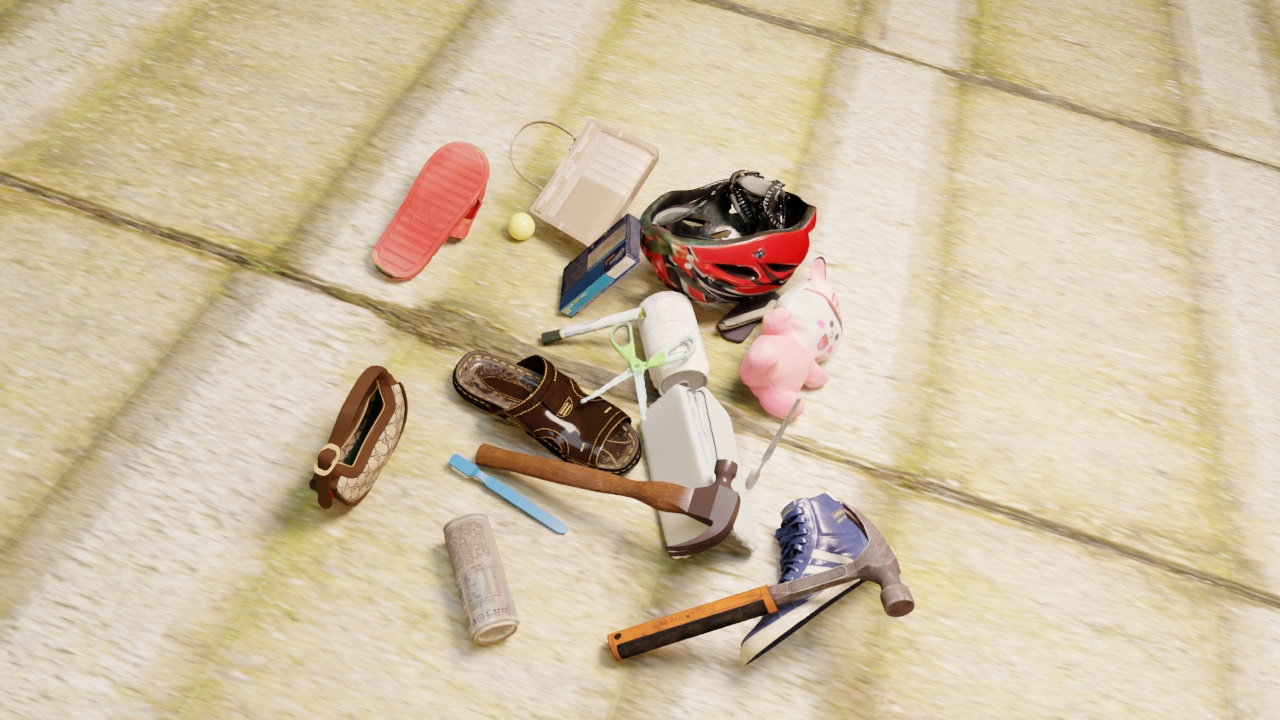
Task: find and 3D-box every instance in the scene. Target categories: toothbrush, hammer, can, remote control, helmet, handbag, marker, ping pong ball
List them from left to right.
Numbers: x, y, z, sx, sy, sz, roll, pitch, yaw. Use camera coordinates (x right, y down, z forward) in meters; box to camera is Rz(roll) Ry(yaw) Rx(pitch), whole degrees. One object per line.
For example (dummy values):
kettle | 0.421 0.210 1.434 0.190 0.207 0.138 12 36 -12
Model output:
handbag | -0.323 0.084 1.038 0.063 0.139 0.166 19 52 7
can | -0.174 0.236 0.998 0.054 0.054 0.135 -12 54 -19
toothbrush | -0.158 0.160 1.090 0.166 0.014 0.016 31 53 10
ping pong ball | -0.175 -0.198 1.351 0.040 0.040 0.040 5 51 -6
handbag | -0.102 -0.279 1.344 0.198 0.062 0.175 32 85 4
marker | -0.063 -0.046 1.228 0.146 0.017 0.017 -14 51 10
hammer | -0.045 0.141 1.053 0.323 0.033 0.115 10 63 21
can | 0.043 -0.021 1.224 0.078 0.078 0.136 -3 53 -13
helmet | 0.119 -0.169 1.290 0.271 0.167 0.217 -18 35 -34
remote control | 0.155 -0.068 1.325 0.046 0.009 0.124 33 54 16
hammer | 0.114 0.246 0.970 0.315 0.035 0.137 -20 40 8
toothbrush | 0.156 0.097 1.083 0.010 0.182 0.010 6 48 -12

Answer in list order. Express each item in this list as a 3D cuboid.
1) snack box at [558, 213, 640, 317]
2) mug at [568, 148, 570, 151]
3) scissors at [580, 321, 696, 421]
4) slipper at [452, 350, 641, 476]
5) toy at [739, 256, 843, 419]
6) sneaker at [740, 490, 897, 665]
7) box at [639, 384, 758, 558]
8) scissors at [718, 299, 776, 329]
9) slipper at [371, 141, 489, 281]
snack box | -0.056 -0.128 1.253 0.027 0.151 0.082 26 47 -30
mug | -0.071 -0.268 1.409 0.083 0.079 0.111 3 80 -8
scissors | 0.001 0.008 1.143 0.167 0.023 0.171 -7 49 -6
slipper | -0.115 0.054 1.138 0.268 0.076 0.112 28 53 12
toy | 0.211 -0.030 1.240 0.084 0.142 0.212 4 47 43
sneaker | 0.172 0.229 1.038 0.232 0.092 0.118 -25 65 -27
box | 0.091 0.139 1.120 0.124 0.107 0.215 13 49 -33
scissors | 0.194 -0.054 1.310 0.179 0.015 0.187 12 58 -16
slipper | -0.296 -0.210 1.330 0.103 0.059 0.248 23 67 8
